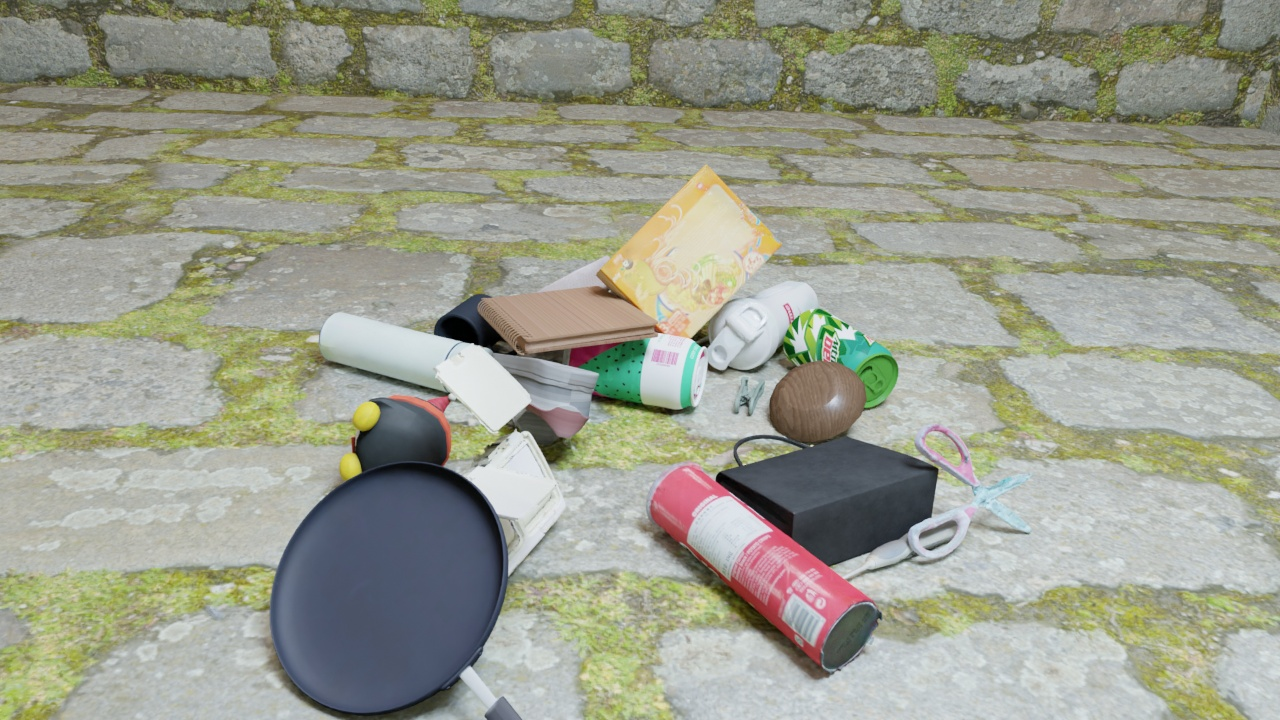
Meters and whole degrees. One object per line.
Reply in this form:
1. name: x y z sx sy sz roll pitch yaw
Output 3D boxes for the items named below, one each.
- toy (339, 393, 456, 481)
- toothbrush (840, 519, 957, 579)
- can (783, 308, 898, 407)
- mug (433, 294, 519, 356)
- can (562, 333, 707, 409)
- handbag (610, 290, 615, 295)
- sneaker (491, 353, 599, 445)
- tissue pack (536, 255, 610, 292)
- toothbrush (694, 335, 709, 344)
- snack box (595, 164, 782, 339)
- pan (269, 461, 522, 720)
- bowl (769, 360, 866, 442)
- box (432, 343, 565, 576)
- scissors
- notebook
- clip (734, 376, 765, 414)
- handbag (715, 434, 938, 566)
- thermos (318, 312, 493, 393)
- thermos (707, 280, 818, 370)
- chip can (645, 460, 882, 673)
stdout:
1. toy: -0.243 0.079 0.952 0.099 0.098 0.119 20 18 -3
2. toothbrush: 0.239 0.182 0.865 0.185 0.024 0.022 -14 -8 -30
3. can: 0.255 -0.004 1.176 0.083 0.083 0.144 -10 29 -24
4. mug: -0.211 -0.034 1.224 0.105 0.071 0.077 31 31 5
5. can: -0.007 0.007 1.125 0.166 0.088 0.088 10 27 14
6. handbag: 0.023 -0.148 1.324 0.116 0.187 0.199 -6 15 -17
7. sneaker: -0.121 0.047 1.048 0.099 0.089 0.236 14 -4 -23
8. tissue pack: -0.101 -0.081 1.300 0.104 0.071 0.180 -35 -3 40
9. toothbrush: 0.123 -0.039 1.320 0.017 0.012 0.186 36 40 29
10. snack box: 0.061 -0.129 1.190 0.195 0.145 0.081 -45 6 -7
11. pan: -0.143 0.217 0.683 0.198 0.021 0.356 -45 60 -11
12. bowl: 0.204 0.040 1.080 0.118 0.030 0.117 -16 44 16
13. box: -0.119 0.088 0.801 0.101 0.194 0.143 -14 20 33
14. scissors: 0.316 0.142 0.890 0.172 0.158 0.014 35 -19 -20
15. notebook: -0.095 -0.053 1.111 0.169 0.022 0.210 -8 19 -20
16. clip: 0.134 0.043 1.139 0.047 0.023 0.076 7 24 13
17. handbag: 0.165 0.120 0.942 0.175 0.072 0.196 -12 25 -27
18. thermos: -0.294 -0.007 1.154 0.230 0.068 0.067 13 28 20
19. thermos: 0.172 -0.058 1.270 0.099 0.099 0.219 17 26 27
20. chip can: 0.102 0.175 0.810 0.073 0.073 0.233 -16 32 -33
